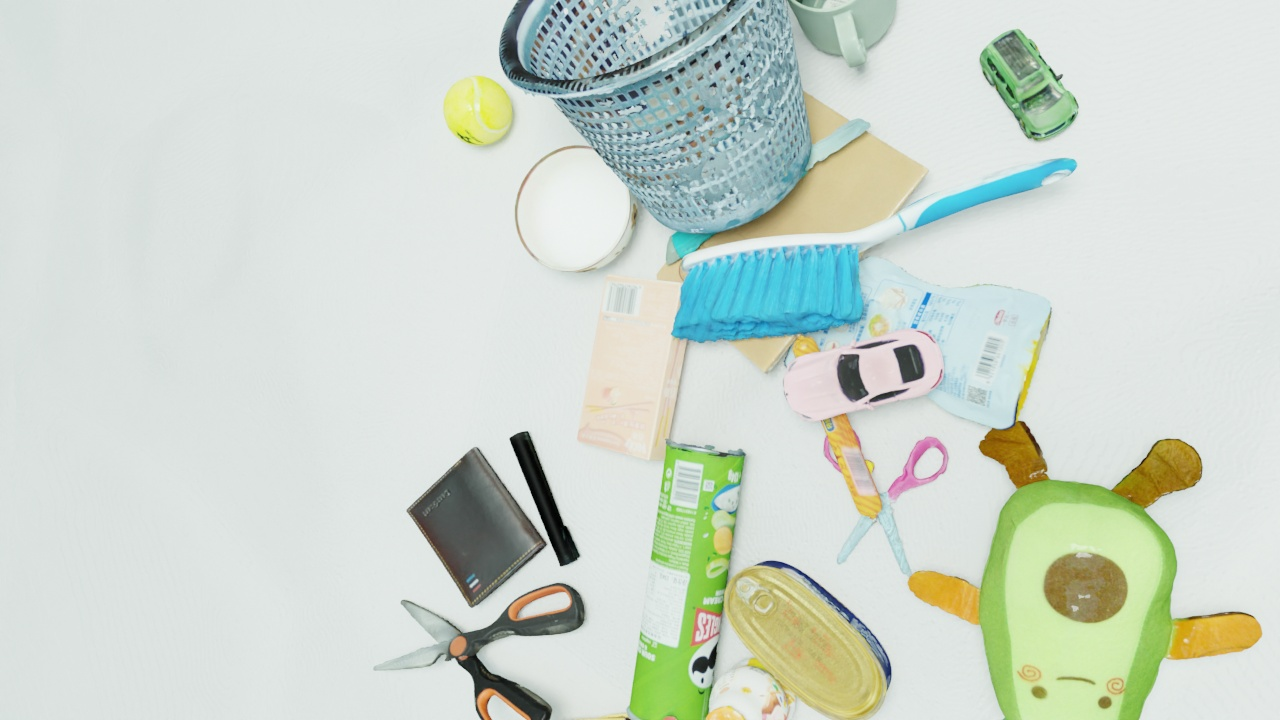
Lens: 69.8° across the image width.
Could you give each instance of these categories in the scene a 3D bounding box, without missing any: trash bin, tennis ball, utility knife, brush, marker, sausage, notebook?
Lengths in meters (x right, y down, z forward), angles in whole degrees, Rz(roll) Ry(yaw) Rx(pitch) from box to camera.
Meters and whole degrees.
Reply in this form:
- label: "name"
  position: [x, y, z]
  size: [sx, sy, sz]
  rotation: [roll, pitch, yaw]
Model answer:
- label: "trash bin"
  position: [0.035, -0.215, 0.715]
  size: [0.227, 0.195, 0.226]
  rotation: [-16, 49, 19]
- label: "tennis ball"
  position: [-0.157, -0.241, 0.885]
  size: [0.066, 0.065, 0.065]
  rotation: [-1, 86, 22]
- label: "utility knife"
  position: [0.103, -0.143, 0.783]
  size: [0.210, 0.013, 0.029]
  rotation: [-31, 62, 25]
- label: "brush"
  position: [0.168, -0.081, 0.710]
  size: [0.315, 0.060, 0.109]
  rotation: [-5, 70, 28]
- label: "marker"
  position: [-0.091, 0.128, 0.860]
  size: [0.022, 0.020, 0.132]
  rotation: [-32, 75, 35]
- label: "sausage"
  position: [0.158, 0.053, 0.740]
  size: [0.021, 0.021, 0.165]
  rotation: [-23, 82, 19]
- label: "notebook"
  position: [0.121, -0.113, 0.780]
  size: [0.148, 0.008, 0.208]
  rotation: [44, 103, 31]

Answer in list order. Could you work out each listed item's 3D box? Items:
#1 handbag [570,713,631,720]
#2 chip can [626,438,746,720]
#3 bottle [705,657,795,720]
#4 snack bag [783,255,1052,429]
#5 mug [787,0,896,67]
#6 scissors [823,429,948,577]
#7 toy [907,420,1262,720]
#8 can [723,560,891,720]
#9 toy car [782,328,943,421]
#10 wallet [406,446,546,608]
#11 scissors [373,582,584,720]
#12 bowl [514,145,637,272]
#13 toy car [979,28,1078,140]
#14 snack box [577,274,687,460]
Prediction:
- label: "handbag"
  position: [-0.006, 0.392, 0.797]
  size: [0.179, 0.063, 0.163]
  rotation: [-12, 82, 6]
- label: "chip can"
  position: [0.039, 0.187, 0.775]
  size: [0.072, 0.072, 0.236]
  rotation: [8, 90, 22]
- label: "bottle"
  position: [0.084, 0.279, 0.732]
  size: [0.063, 0.108, 0.063]
  rotation: [-1, 87, 23]
- label: "snack bag"
  position: [0.216, -0.020, 0.733]
  size: [0.191, 0.038, 0.110]
  rotation: [18, 101, 30]
- label: "mug"
  position: [0.163, -0.287, 0.735]
  size: [0.082, 0.106, 0.111]
  rotation: [-14, 81, 20]
- label: "scissors"
  position: [0.201, 0.110, 0.746]
  size: [0.128, 0.017, 0.133]
  rotation: [-23, 83, 16]
- label: "toy"
  position: [0.310, 0.168, 0.658]
  size: [0.227, 0.090, 0.246]
  rotation: [3, 85, 29]
- label: "can"
  position: [0.136, 0.224, 0.746]
  size: [0.148, 0.049, 0.075]
  rotation: [40, 101, 19]
- label: "toy car"
  position: [0.170, 0.012, 0.707]
  size: [0.122, 0.037, 0.056]
  rotation: [-16, 83, 15]
- label: "wallet"
  position: [-0.159, 0.160, 0.883]
  size: [0.096, 0.020, 0.122]
  rotation: [-41, 71, 5]
- label: "scissors"
  position: [-0.145, 0.267, 0.854]
  size: [0.222, 0.022, 0.221]
  rotation: [-41, 46, -4]
- label: "bowl"
  position: [-0.051, -0.134, 0.838]
  size: [0.114, 0.062, 0.113]
  rotation: [-1, 88, 22]
- label: "toy car"
  position: [0.301, -0.215, 0.714]
  size: [0.043, 0.036, 0.091]
  rotation: [-33, 79, 16]
- label: "snack box"
  position: [-0.005, 0.005, 0.820]
  size: [0.085, 0.026, 0.157]
  rotation: [11, 92, 36]
